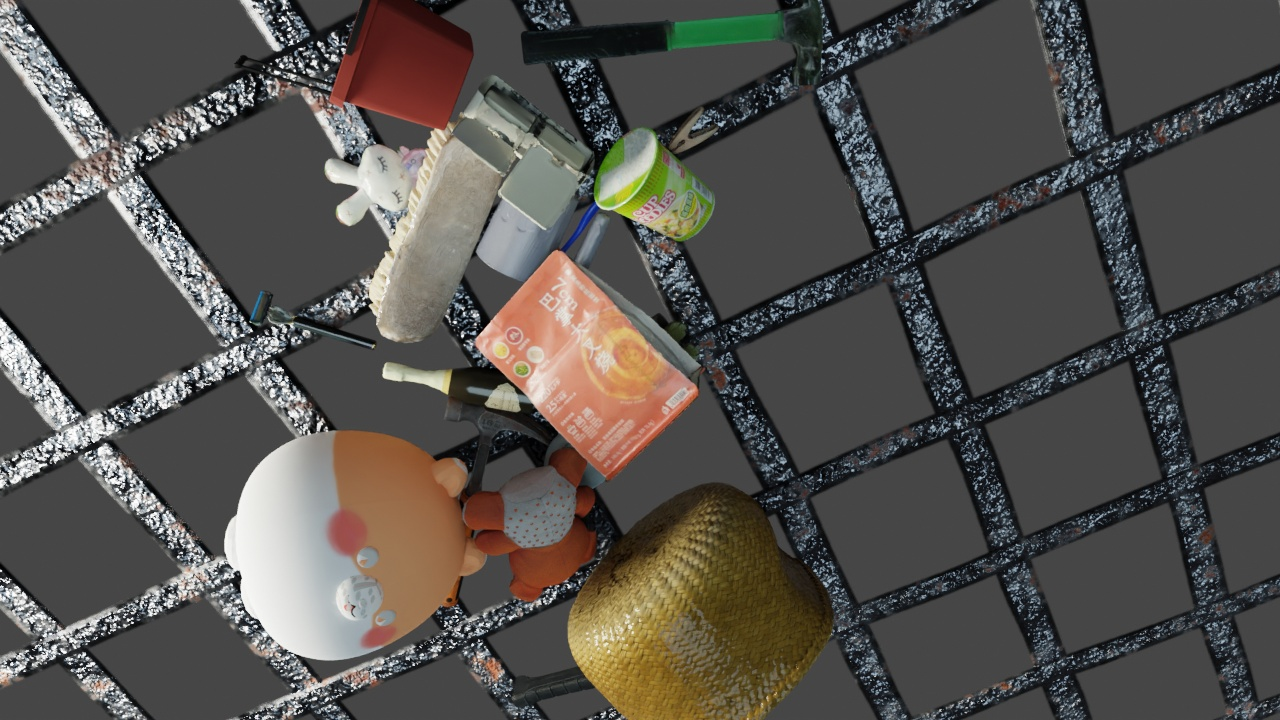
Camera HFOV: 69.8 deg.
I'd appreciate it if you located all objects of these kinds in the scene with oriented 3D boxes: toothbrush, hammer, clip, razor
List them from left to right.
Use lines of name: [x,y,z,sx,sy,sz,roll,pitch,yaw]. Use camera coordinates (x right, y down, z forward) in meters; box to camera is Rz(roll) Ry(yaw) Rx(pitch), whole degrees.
razor: [-0.387,-0.039,1.095,0.144,0.022,0.042,20,72,-16]
hammer: [-0.213,0.197,1.209,0.137,0.035,0.315,12,114,-10]
toothbrush: [-0.052,-0.180,1.052,0.018,0.016,0.183,45,106,17]
hammer: [-0.027,0.435,1.299,0.333,0.117,0.025,-18,113,11]
hammer: [0.033,-0.346,0.972,0.319,0.032,0.130,-6,116,0]
clip: [0.061,-0.250,1.023,0.041,0.024,0.061,35,117,-15]

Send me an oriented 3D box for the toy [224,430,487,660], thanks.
toy: [-0.332,0.212,1.084,0.280,0.265,0.263,-12,113,-9]

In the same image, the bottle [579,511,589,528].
bottle: [-0.103,0.235,1.217,0.061,0.061,0.131,3,115,-8]

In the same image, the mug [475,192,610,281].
mug: [-0.107,-0.142,1.025,0.124,0.083,0.104,27,109,-2]

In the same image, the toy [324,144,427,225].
toy: [-0.288,-0.201,1.015,0.123,0.038,0.079,-20,108,3]

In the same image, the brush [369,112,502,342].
brush: [-0.229,-0.142,1.025,0.083,0.056,0.272,11,118,-35]

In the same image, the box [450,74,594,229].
box: [-0.122,-0.216,0.940,0.143,0.183,0.050,36,114,-14]

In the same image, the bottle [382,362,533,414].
bottle: [-0.221,0.028,1.121,0.184,0.045,0.045,11,114,-8]

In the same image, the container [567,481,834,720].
container: [0.057,0.303,1.124,0.307,0.306,0.196,-42,99,15]

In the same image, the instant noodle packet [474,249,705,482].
instant noodle packet: [-0.061,0.003,1.029,0.221,0.083,0.165,41,116,-9]

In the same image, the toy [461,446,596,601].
toy: [-0.120,0.200,1.108,0.163,0.093,0.173,-28,126,-24]

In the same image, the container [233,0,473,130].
container: [-0.277,-0.313,0.904,0.200,0.148,0.127,18,114,-22]

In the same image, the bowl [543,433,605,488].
bowl: [-0.078,0.119,1.163,0.106,0.039,0.106,-21,135,-22]

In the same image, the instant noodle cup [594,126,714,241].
instant noodle cup: [0.021,-0.185,1.006,0.108,0.099,0.099,28,111,-36]

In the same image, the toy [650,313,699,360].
toy: [-0.007,0.007,1.108,0.153,0.078,0.179,-24,114,16]
